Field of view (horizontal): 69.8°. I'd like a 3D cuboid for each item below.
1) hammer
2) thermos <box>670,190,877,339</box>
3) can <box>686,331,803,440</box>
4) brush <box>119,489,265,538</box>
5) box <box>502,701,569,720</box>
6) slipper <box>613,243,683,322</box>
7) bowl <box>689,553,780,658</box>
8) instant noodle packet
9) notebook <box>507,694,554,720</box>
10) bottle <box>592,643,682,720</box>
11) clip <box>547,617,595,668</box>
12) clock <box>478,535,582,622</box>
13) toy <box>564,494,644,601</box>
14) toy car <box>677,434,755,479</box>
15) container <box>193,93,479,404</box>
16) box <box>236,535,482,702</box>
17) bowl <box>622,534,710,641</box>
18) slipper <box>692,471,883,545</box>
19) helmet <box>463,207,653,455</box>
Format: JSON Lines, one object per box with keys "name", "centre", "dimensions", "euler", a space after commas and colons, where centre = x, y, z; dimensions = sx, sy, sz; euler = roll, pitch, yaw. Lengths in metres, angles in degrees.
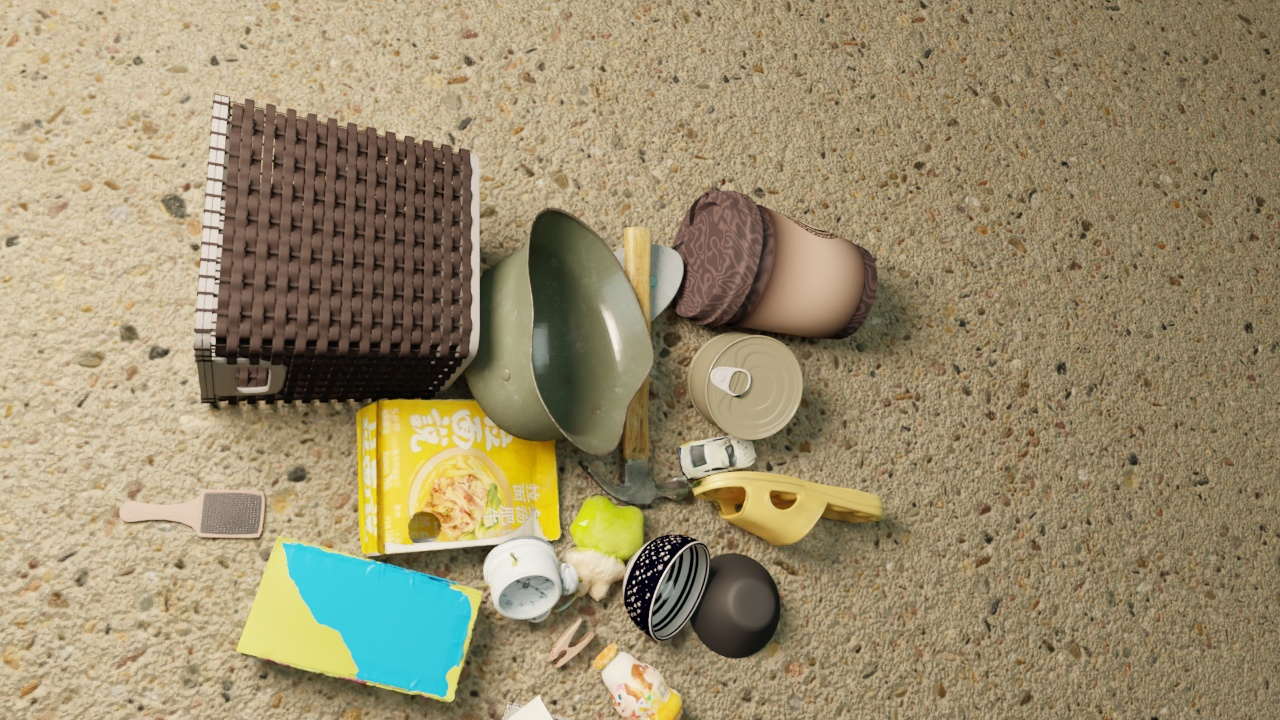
{"name": "hammer", "centre": [-0.007, 0.006, 1.101], "dimensions": [0.132, 0.033, 0.330], "euler": [1, 90, -18]}
{"name": "thermos", "centre": [0.172, -0.111, 1.174], "dimensions": [0.226, 0.173, 0.172], "euler": [12, 71, -24]}
{"name": "can", "centre": [0.128, 0.029, 1.139], "dimensions": [0.127, 0.073, 0.128], "euler": [-2, 98, -17]}
{"name": "brush", "centre": [-0.459, 0.156, 0.941], "dimensions": [0.135, 0.015, 0.049], "euler": [5, 72, -19]}
{"name": "box", "centre": [0.034, 0.502, 0.963], "dimensions": [0.418, 0.108, 0.165], "euler": [17, 69, -1]}
{"name": "slipper", "centre": [-0.053, -0.042, 1.136], "dimensions": [0.098, 0.055, 0.268], "euler": [41, 77, -2]}
{"name": "bowl", "centre": [0.124, 0.291, 1.096], "dimensions": [0.124, 0.053, 0.124], "euler": [6, 73, -19]}
{"name": "instant noodle packet", "centre": [-0.194, 0.126, 1.020], "dimensions": [0.221, 0.084, 0.163], "euler": [1, 76, -28]}
{"name": "notebook", "centre": [-0.106, 0.462, 0.894], "dimensions": [0.153, 0.012, 0.208], "euler": [-37, 63, -5]}
{"name": "bottle", "centre": [-0.004, 0.366, 1.022], "dimensions": [0.063, 0.063, 0.109], "euler": [-42, 91, -25]}
{"name": "clip", "centre": [-0.084, 0.312, 1.030], "dimensions": [0.061, 0.025, 0.045], "euler": [-37, 90, -21]}
{"name": "clock", "centre": [-0.117, 0.243, 1.006], "dimensions": [0.083, 0.057, 0.117], "euler": [-46, 126, 13]}
{"name": "toy", "centre": [-0.044, 0.218, 1.061], "dimensions": [0.092, 0.043, 0.117], "euler": [23, 75, -23]}
{"name": "toy car", "centre": [0.098, 0.118, 1.149], "dimensions": [0.105, 0.033, 0.048], "euler": [-9, 77, -23]}
{"name": "container", "centre": [-0.312, -0.092, 0.944], "dimensions": [0.243, 0.248, 0.245], "euler": [4, 74, -23]}
{"name": "box", "centre": [-0.284, 0.267, 0.943], "dimensions": [0.221, 0.079, 0.124], "euler": [19, 70, -18]}
{"name": "bowl", "centre": [0.020, 0.251, 1.050], "dimensions": [0.066, 0.120, 0.120], "euler": [20, 61, 32]}
{"name": "slipper", "centre": [0.181, 0.188, 1.124], "dimensions": [0.263, 0.100, 0.078], "euler": [10, 73, -22]}
{"name": "helmet", "centre": [-0.108, -0.011, 0.997], "dimensions": [0.226, 0.154, 0.267], "euler": [26, 46, -54]}
